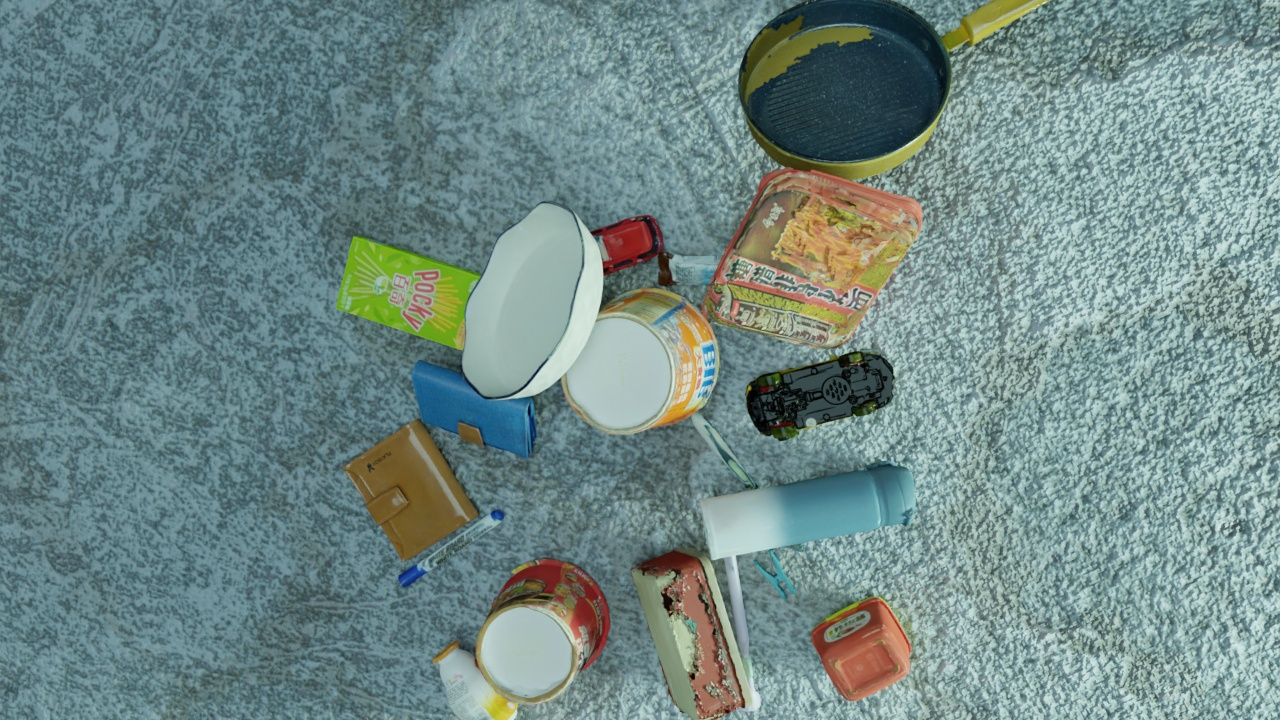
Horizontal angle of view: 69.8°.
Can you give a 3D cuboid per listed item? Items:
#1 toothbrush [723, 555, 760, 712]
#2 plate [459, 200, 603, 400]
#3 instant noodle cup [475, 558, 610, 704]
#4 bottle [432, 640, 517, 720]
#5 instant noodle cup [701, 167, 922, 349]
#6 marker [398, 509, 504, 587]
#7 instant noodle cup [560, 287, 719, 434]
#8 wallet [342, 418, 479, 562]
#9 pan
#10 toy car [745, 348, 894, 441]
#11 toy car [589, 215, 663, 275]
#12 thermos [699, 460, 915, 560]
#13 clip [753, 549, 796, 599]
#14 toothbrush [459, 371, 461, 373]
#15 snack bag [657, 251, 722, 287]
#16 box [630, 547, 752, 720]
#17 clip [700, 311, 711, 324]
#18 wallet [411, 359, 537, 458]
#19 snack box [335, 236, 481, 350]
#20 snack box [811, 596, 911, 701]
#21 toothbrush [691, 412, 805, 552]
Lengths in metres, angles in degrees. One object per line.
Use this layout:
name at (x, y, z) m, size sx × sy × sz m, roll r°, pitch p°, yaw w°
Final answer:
toothbrush at (0.108, 0.288, 1.001) m, size 0.029 × 0.021 × 0.189 m, roll -9°, pitch 93°, yaw -29°
plate at (-0.108, -0.055, 0.917) m, size 0.045 × 0.205 × 0.205 m, roll 21°, pitch 101°, yaw -36°
instant noodle cup at (-0.108, 0.297, 0.988) m, size 0.138 × 0.108 × 0.138 m, roll 1°, pitch 96°, yaw 8°
bottle at (-0.188, 0.368, 1.030) m, size 0.063 × 0.063 × 0.108 m, roll -37°, pitch 90°, yaw 10°
instant noodle cup at (0.159, -0.107, 0.889) m, size 0.164 × 0.079 × 0.189 m, roll 14°, pitch 131°, yaw -16°
marker at (-0.215, 0.214, 1.043) m, size 0.146 × 0.017 × 0.017 m, roll -35°, pitch 90°, yaw 10°
instant noodle cup at (-0.006, 0.005, 0.931) m, size 0.151 × 0.111 × 0.151 m, roll 3°, pitch 100°, yaw 19°
wallet at (-0.259, 0.147, 1.037) m, size 0.108 × 0.031 × 0.132 m, roll -32°, pitch 89°, yaw 8°
pan at (0.267, -0.295, 0.863) m, size 0.357 × 0.078 × 0.197 m, roll -18°, pitch 67°, yaw 2°
toy car at (0.186, 0.035, 0.953) m, size 0.156 × 0.041 × 0.071 m, roll -16°, pitch 93°, yaw 11°
toy car at (-0.036, -0.118, 0.971) m, size 0.121 × 0.045 × 0.053 m, roll -19°, pitch 91°, yaw 12°
thermos at (0.172, 0.154, 0.945) m, size 0.220 × 0.070 × 0.070 m, roll -11°, pitch 94°, yaw 0°
clip at (0.147, 0.232, 0.992) m, size 0.041 × 0.014 × 0.056 m, roll -37°, pitch 90°, yaw 10°
toothbrush at (-0.146, -0.055, 1.009) m, size 0.012 × 0.017 × 0.186 m, roll 36°, pitch 98°, yaw 20°
snack bag at (0.069, -0.095, 0.964) m, size 0.105 × 0.026 × 0.045 m, roll 0°, pitch 134°, yaw 7°
box at (0.046, 0.291, 0.962) m, size 0.078 × 0.091 × 0.168 m, roll -19°, pitch 93°, yaw -21°
clip at (0.051, -0.032, 0.981) m, size 0.057 × 0.028 × 0.024 m, roll -42°, pitch 86°, yaw 19°
wallet at (-0.178, 0.054, 0.986) m, size 0.133 × 0.107 × 0.040 m, roll 19°, pitch 56°, yaw 8°
snack box at (-0.252, -0.075, 1.016) m, size 0.156 × 0.026 × 0.086 m, roll 18°, pitch 99°, yaw 6°
snack box at (0.232, 0.304, 0.952) m, size 0.091 × 0.080 × 0.082 m, roll -32°, pitch 91°, yaw 10°
toothbrush at (0.115, 0.132, 0.985) m, size 0.016 × 0.018 × 0.191 m, roll -39°, pitch 90°, yaw 9°
